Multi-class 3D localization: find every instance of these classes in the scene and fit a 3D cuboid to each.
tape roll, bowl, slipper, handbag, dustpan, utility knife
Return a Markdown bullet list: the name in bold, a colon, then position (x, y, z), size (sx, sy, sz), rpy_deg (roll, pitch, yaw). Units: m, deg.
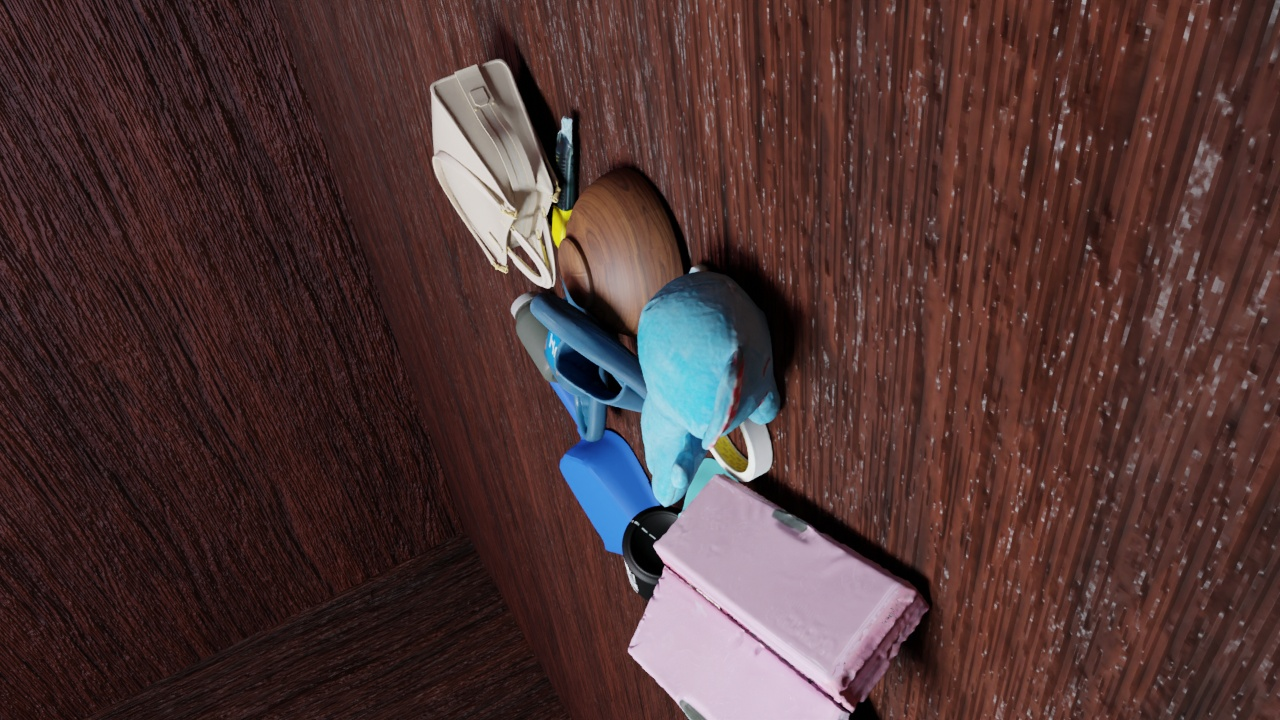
- **tape roll**: position (0.074, 0.054, 0.758), size (0.094, 0.019, 0.094), rpy_deg (53, 157, 33)
- **bowl**: position (-0.028, -0.081, 0.767), size (0.147, 0.068, 0.147), rpy_deg (52, 152, 42)
- **bowl**: position (0.069, 0.156, 0.855), size (0.121, 0.046, 0.121), rpy_deg (53, 158, 33)
- **slipper**: position (-0.036, 0.006, 0.811), size (0.104, 0.059, 0.213), rpy_deg (40, 179, 28)
- **slipper**: position (-0.069, 0.006, 0.990), size (0.103, 0.059, 0.214), rpy_deg (-116, 18, -47)
- **handbag**: position (-0.132, -0.163, 0.917), size (0.198, 0.101, 0.195), rpy_deg (62, 164, 7)
- **dustpan**: position (-0.063, 0.123, 1.151), size (0.257, 0.059, 0.246), rpy_deg (56, 162, -4)
- **utility knife**: position (-0.071, -0.167, 0.876), size (0.028, 0.020, 0.187), rpy_deg (57, 161, 22)

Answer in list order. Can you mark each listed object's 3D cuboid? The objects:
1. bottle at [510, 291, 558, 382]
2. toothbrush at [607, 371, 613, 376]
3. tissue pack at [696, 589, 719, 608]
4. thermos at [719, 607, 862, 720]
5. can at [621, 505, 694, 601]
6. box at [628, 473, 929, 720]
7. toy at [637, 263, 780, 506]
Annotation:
- **bottle**: position (-0.110, -0.029, 1.087), size (0.108, 0.060, 0.060), rpy_deg (56, 159, 26)
- **toothbrush**: position (-0.005, 0.005, 0.921), size (0.017, 0.014, 0.188), rpy_deg (68, 161, -6)
- **tissue pack**: position (0.093, 0.260, 0.937), size (0.099, 0.034, 0.114), rpy_deg (58, 161, 27)
- **thermos**: position (0.129, 0.276, 0.771), size (0.218, 0.105, 0.106), rpy_deg (71, 161, 0)
- **can**: position (0.024, 0.206, 0.958), size (0.080, 0.080, 0.146), rpy_deg (58, 170, 21)
- **box**: position (0.079, 0.194, 0.680), size (0.050, 0.180, 0.233), rpy_deg (35, 173, -33)
- **toy**: position (0.048, 0.025, 0.665), size (0.183, 0.114, 0.181), rpy_deg (-103, 20, -58)
